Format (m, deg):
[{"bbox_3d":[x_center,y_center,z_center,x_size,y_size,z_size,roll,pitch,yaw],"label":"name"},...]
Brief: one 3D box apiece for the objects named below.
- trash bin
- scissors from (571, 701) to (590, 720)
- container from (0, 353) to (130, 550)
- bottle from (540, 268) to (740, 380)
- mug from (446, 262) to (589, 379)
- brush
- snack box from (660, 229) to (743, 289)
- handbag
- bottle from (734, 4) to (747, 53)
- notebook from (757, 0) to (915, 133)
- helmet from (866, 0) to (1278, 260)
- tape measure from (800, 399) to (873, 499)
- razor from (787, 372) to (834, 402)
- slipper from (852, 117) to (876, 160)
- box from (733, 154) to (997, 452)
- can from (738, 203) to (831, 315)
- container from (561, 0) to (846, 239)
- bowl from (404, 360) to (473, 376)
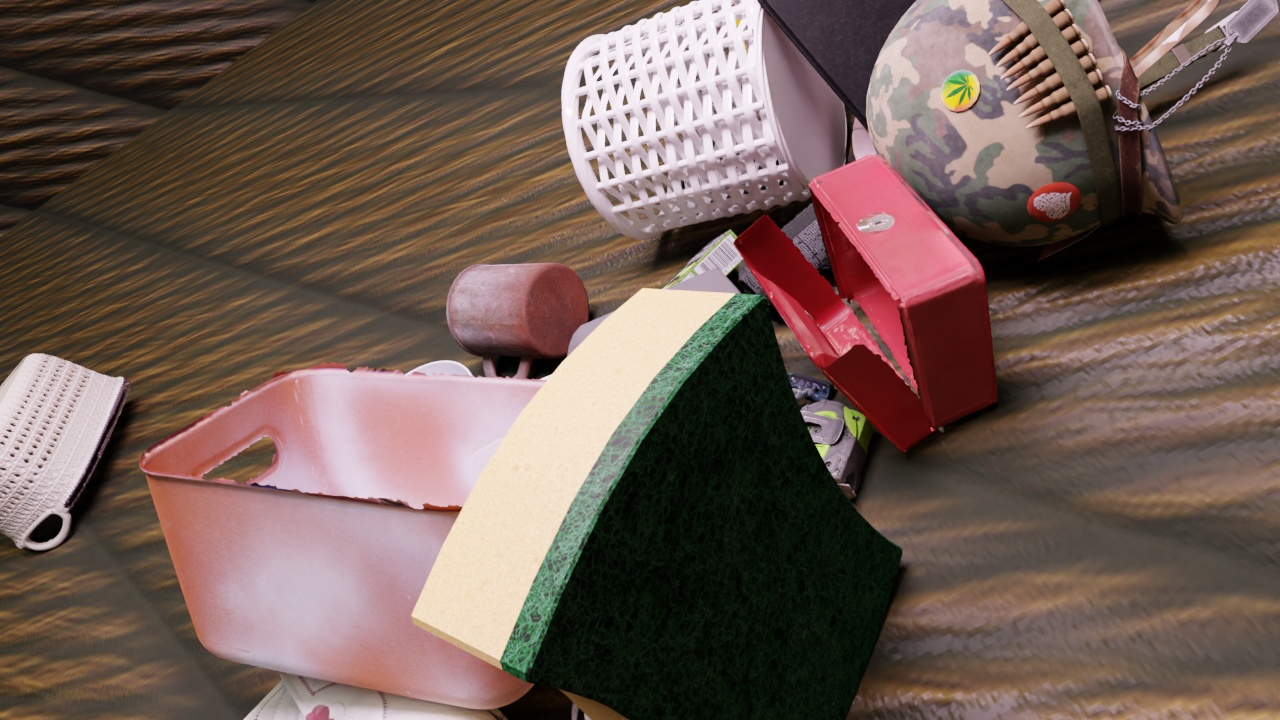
[{"bbox_3d":[-0.167,0.109,0.619,0.260,0.157,0.181,4,22,18],"label":"trash bin"},{"bbox_3d":[-0.009,0.168,0.623,0.151,0.019,0.130,-37,38,2],"label":"scissors"},{"bbox_3d":[-0.787,0.111,1.202,0.185,0.143,0.251,-39,36,24],"label":"container"},{"bbox_3d":[-0.004,0.004,0.688,0.173,0.084,0.046,-23,38,-8],"label":"bottle"},{"bbox_3d":[-0.115,-0.031,0.859,0.110,0.096,0.123,3,90,44],"label":"mug"},{"bbox_3d":[0.030,0.110,0.461,0.075,0.250,0.194,8,54,43],"label":"brush"},{"bbox_3d":[0.022,-0.045,0.768,0.147,0.025,0.080,-44,5,-6],"label":"snack box"},{"bbox_3d":[-0.170,0.255,0.606,0.141,0.096,0.199,-51,38,-16],"label":"handbag"},{"bbox_3d":[0.135,-0.310,0.935,0.071,0.071,0.163,-25,41,17],"label":"bottle"},{"bbox_3d":[0.221,-0.248,0.698,0.169,0.231,0.019,-42,5,-4],"label":"notebook"},{"bbox_3d":[0.275,-0.179,0.594,0.237,0.192,0.224,-47,66,15],"label":"helmet"},{"bbox_3d":[0.121,0.056,0.613,0.059,0.036,0.065,-3,51,38],"label":"tape measure"},{"bbox_3d":[0.079,0.059,0.643,0.143,0.022,0.042,-46,37,-22],"label":"razor"},{"bbox_3d":[0.263,-0.243,0.771,0.094,0.064,0.239,28,86,53],"label":"slipper"},{"bbox_3d":[0.159,-0.040,0.605,0.117,0.135,0.157,-36,39,10],"label":"box"},{"bbox_3d":[0.142,-0.095,0.730,0.137,0.054,0.054,-41,38,-1],"label":"can"},{"bbox_3d":[0.060,-0.217,0.806,0.187,0.189,0.188,-8,48,32],"label":"container"},{"bbox_3d":[-0.182,0.079,0.802,0.144,0.074,0.143,-22,42,21],"label":"bowl"}]
